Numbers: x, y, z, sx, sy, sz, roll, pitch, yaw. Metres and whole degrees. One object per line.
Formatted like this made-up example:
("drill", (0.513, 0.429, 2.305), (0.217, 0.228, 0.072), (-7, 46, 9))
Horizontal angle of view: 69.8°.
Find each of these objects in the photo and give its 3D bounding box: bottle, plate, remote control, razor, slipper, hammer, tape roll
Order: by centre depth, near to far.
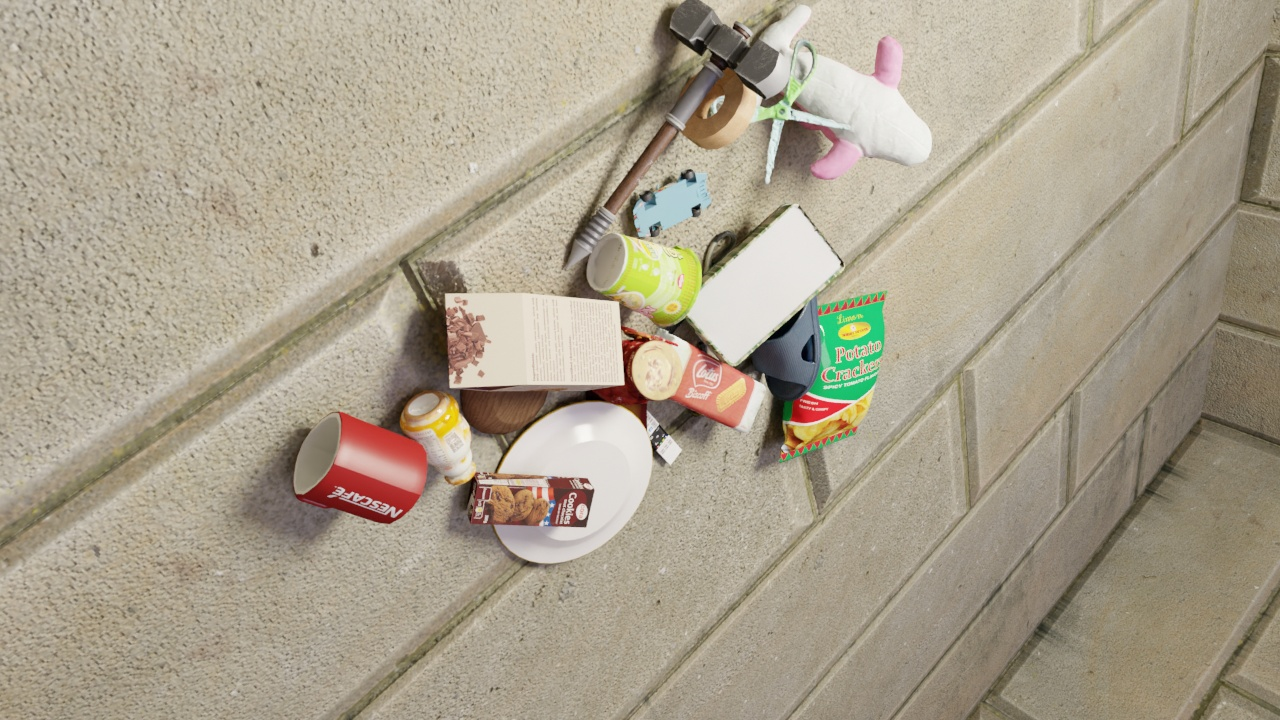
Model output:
("bottle", (-0.210, 0.085, 0.977), (0.063, 0.063, 0.109), (-38, 133, -24))
("hammer", (0.014, -0.232, 1.013), (0.322, 0.156, 0.043), (-52, 159, 10))
("tape roll", (0.085, -0.289, 1.045), (0.027, 0.094, 0.094), (22, 94, -48))
("bottle", (-0.007, 0.006, 1.094), (0.098, 0.111, 0.099), (2, 85, -31))
("plate", (-0.078, 0.159, 1.148), (0.229, 0.021, 0.230), (-15, 120, -28))
("remote control", (0.020, 0.101, 1.246), (0.028, 0.012, 0.124), (-51, 137, -11))
("razor", (0.087, 0.023, 1.266), (0.042, 0.026, 0.106), (-21, 120, -34))
("slipper", (0.190, -0.054, 1.269), (0.082, 0.101, 0.264), (-22, 122, -36))

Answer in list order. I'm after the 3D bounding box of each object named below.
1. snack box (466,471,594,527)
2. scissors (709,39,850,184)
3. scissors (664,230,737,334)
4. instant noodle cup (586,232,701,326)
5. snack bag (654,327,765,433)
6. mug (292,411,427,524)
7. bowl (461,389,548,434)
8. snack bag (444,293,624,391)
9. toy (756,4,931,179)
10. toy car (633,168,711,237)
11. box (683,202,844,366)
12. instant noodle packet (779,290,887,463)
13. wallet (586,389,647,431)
("snack box", (-0.129, 0.165, 1.081), (0.140, 0.032, 0.051), (6, 108, -22))
("scissors", (0.168, -0.298, 1.101), (0.172, 0.021, 0.171), (12, 103, -6))
("scissors", (0.079, -0.102, 1.200), (0.169, 0.012, 0.133), (-26, 127, -27))
("instant noodle cup", (0.000, -0.099, 1.069), (0.107, 0.099, 0.099), (15, 99, -39))
("snack bag", (0.086, 0.032, 1.223), (0.225, 0.041, 0.077), (27, 84, -48))
("mug", (-0.284, 0.115, 0.905), (0.117, 0.080, 0.096), (-35, 135, 29))
("bowl", (-0.145, 0.035, 1.038), (0.117, 0.030, 0.118), (-22, 124, -35))
("snack bag", (-0.118, -0.018, 0.981), (0.206, 0.070, 0.094), (2, 82, -45))
("toy", (0.244, -0.321, 1.161), (0.265, 0.128, 0.187), (26, 95, -16))
("toy car", (0.032, -0.189, 1.096), (0.107, 0.027, 0.060), (-29, 129, -18))
("box", (0.152, -0.098, 1.180), (0.205, 0.050, 0.117), (-44, 103, -3))
("instant noodle packet", (0.299, 0.024, 1.419), (0.195, 0.090, 0.253), (-14, 120, -39))
("wallet", (-0.029, 0.072, 1.170), (0.091, 0.018, 0.116), (-11, 116, -29))
